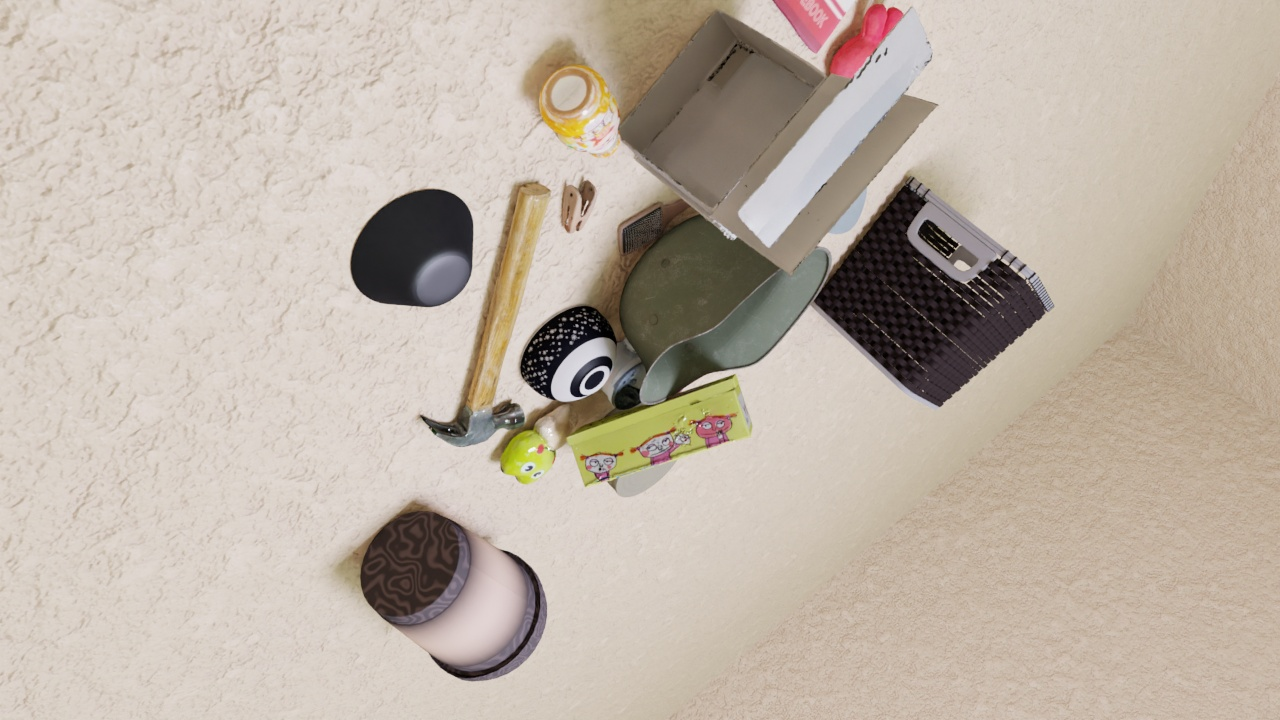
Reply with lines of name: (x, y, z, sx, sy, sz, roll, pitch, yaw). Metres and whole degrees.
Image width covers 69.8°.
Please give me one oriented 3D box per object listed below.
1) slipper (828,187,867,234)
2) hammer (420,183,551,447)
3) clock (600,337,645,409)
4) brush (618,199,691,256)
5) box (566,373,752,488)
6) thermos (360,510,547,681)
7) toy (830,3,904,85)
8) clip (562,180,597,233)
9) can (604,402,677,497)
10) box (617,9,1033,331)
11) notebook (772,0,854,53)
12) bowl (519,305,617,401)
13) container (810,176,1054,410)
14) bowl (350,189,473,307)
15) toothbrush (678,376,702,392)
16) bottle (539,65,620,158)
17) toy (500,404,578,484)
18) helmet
slipper: (0.203, -0.244, 1.140, 0.268, 0.055, 0.098, 26, 104, -48)
hammer: (-0.149, -0.035, 0.964, 0.132, 0.033, 0.331, -16, 139, -40)
clock: (-0.007, 0.007, 1.170, 0.118, 0.057, 0.083, -50, 150, 8)
brush: (0.032, -0.163, 1.045, 0.135, 0.015, 0.050, -33, 150, -21)
box: (0.026, 0.087, 1.161, 0.221, 0.079, 0.124, -17, 180, 11)
thermos: (-0.232, 0.289, 1.143, 0.172, 0.172, 0.226, -41, 145, -8)
toy: (0.259, -0.349, 1.067, 0.091, 0.045, 0.135, -20, 147, -33)
clip: (-0.058, -0.157, 0.932, 0.045, 0.025, 0.061, -26, 153, -28)
can: (-0.008, 0.124, 1.301, 0.127, 0.073, 0.128, -32, 148, -23)
box: (0.134, -0.167, 0.784, 0.166, 0.418, 0.108, -50, 133, 7)
notebook: (0.186, -0.416, 0.922, 0.153, 0.012, 0.208, -54, 151, 12)
bowl: (-0.073, 0.003, 1.071, 0.120, 0.066, 0.120, -32, 148, -23)
container: (0.454, -0.093, 1.449, 0.244, 0.247, 0.245, -49, 151, 14)
bowl: (-0.189, -0.086, 0.821, 0.123, 0.052, 0.124, -32, 148, -23)
toothbrush: (0.107, -0.001, 1.253, 0.190, 0.016, 0.016, -35, 142, 19)
bottle: (-0.049, -0.218, 0.825, 0.063, 0.063, 0.109, -47, 165, 3)
toy: (-0.124, 0.105, 1.160, 0.118, 0.043, 0.092, -46, 150, -2)
helmet: (0.070, -0.074, 1.062, 0.268, 0.154, 0.227, -46, 160, 5)
